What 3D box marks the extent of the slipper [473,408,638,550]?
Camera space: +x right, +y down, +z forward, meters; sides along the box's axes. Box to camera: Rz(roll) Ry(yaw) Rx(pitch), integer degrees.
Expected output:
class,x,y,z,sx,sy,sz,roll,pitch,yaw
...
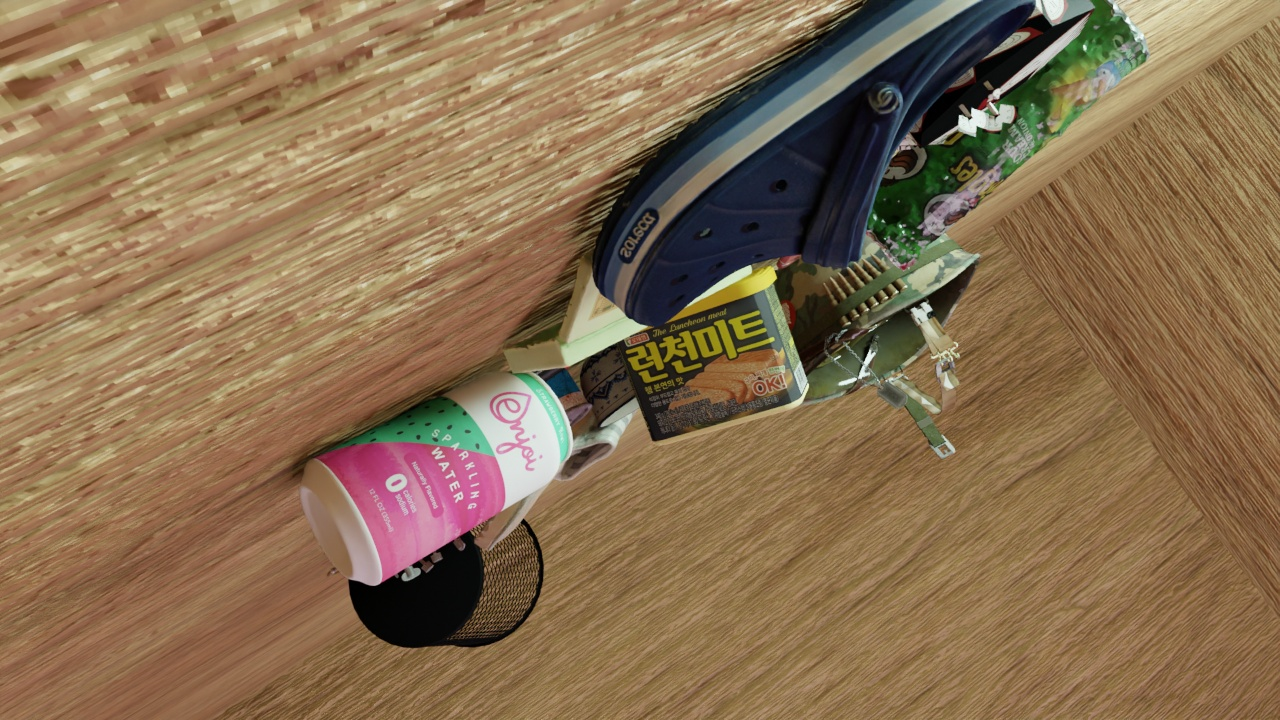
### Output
class,x,y,z,sx,sy,sz,roll,pitch,yaw
slipper,-0.064,0.086,0.898,0.271,0.054,0.115,-48,-175,-35

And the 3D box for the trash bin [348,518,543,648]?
class,x,y,z,sx,sy,sz,roll,pitch,yaw
trash bin,-0.222,0.244,1.049,0.184,0.184,0.210,-33,167,-1

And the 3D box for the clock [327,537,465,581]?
class,x,y,z,sx,sy,sz,roll,pitch,yaw
clock,-0.217,0.159,0.844,0.159,0.081,0.117,-34,173,10

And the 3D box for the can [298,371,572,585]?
class,x,y,z,sx,sy,sz,roll,pitch,yaw
can,-0.132,0.072,0.606,0.165,0.088,0.088,-28,171,-33

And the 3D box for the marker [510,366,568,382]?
class,x,y,z,sx,sy,sz,roll,pitch,yaw
marker,-0.087,0.014,0.687,0.145,0.021,0.023,-34,-165,4

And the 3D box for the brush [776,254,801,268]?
class,x,y,z,sx,sy,sz,roll,pitch,yaw
brush,0.129,-0.111,0.750,0.041,0.030,0.172,-34,173,-5

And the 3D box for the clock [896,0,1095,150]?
class,x,y,z,sx,sy,sz,roll,pitch,yaw
clock,0.184,-0.159,0.532,0.155,0.065,0.114,-39,171,36

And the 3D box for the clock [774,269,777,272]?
class,x,y,z,sx,sy,sz,roll,pitch,yaw
clock,0.125,-0.062,1.005,0.122,0.044,0.091,-31,173,-16

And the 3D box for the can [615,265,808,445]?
class,x,y,z,sx,sy,sz,roll,pitch,yaw
can,0.054,-0.002,0.711,0.131,0.101,0.072,-18,-172,20

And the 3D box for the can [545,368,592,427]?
class,x,y,z,sx,sy,sz,roll,pitch,yaw
can,-0.107,0.055,0.774,0.130,0.044,0.130,-32,173,-5

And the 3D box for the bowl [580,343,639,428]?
class,x,y,z,sx,sy,sz,roll,pitch,yaw
bowl,-0.005,0.005,0.823,0.115,0.059,0.115,-32,173,-5

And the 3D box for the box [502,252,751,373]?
class,x,y,z,sx,sy,sz,roll,pitch,yaw
box,0.011,-0.050,0.606,0.187,0.048,0.141,-28,169,-40

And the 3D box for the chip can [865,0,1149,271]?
class,x,y,z,sx,sy,sz,roll,pitch,yaw
chip can,0.255,-0.166,0.671,0.224,0.075,0.075,-43,170,21

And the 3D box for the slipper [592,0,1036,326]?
class,x,y,z,sx,sy,sz,roll,pitch,yaw
slipper,0.087,-0.094,0.448,0.253,0.095,0.105,-38,174,12

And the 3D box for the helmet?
class,x,y,z,sx,sy,sz,roll,pitch,yaw
helmet,0.230,-0.030,0.880,0.224,0.236,0.193,-46,160,-9
